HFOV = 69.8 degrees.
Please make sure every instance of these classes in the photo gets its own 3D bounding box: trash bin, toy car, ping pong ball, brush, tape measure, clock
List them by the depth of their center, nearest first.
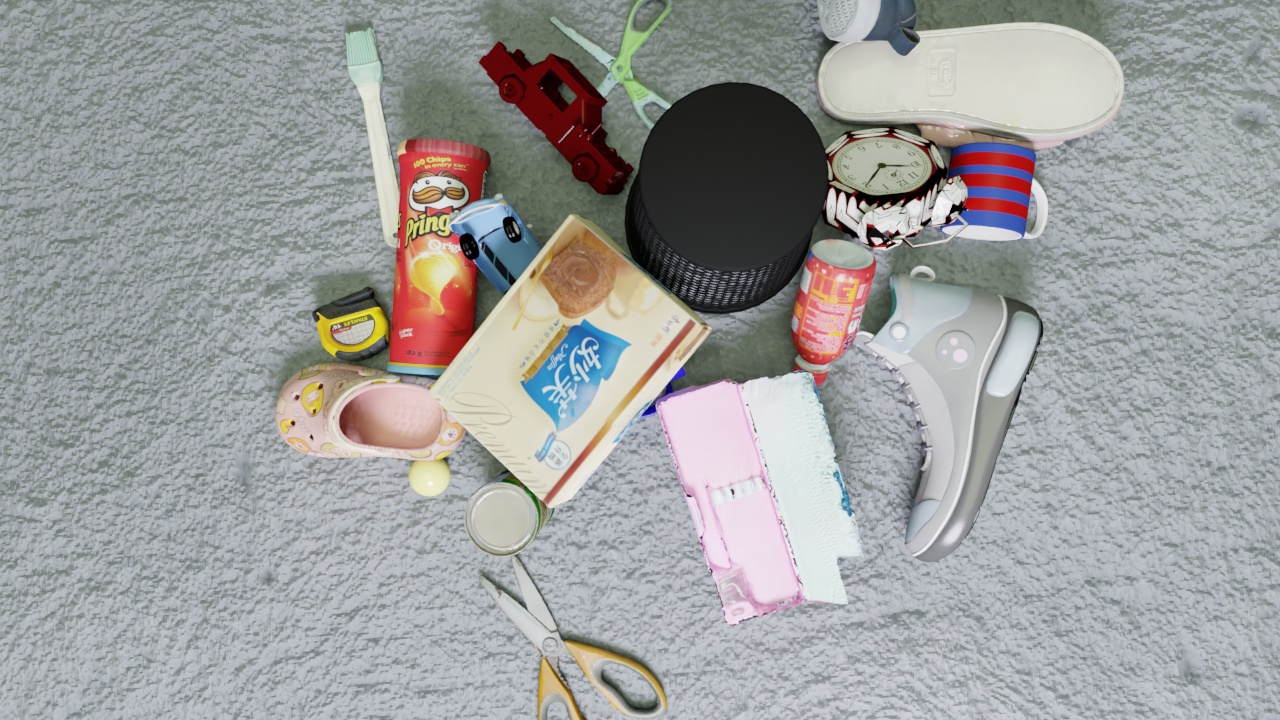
[{"bbox_3d":[0.073,-0.139,0.797,0.184,0.210,0.184,0,90,2],"label":"trash bin"},{"bbox_3d":[0.229,-0.145,0.837,0.114,0.065,0.154,-23,49,-13],"label":"clock"},{"bbox_3d":[-0.119,-0.097,0.847,0.056,0.153,0.054,-20,52,11],"label":"toy car"},{"bbox_3d":[-0.069,-0.235,0.865,0.062,0.070,0.170,-44,87,18],"label":"toy car"},{"bbox_3d":[-0.205,0.112,0.892,0.040,0.040,0.040,0,90,2],"label":"ping pong ball"},{"bbox_3d":[-0.279,-0.030,0.896,0.065,0.037,0.064,-27,84,-12],"label":"tape measure"},{"bbox_3d":[-0.260,-0.220,0.910,0.033,0.012,0.217,-10,91,1],"label":"brush"}]

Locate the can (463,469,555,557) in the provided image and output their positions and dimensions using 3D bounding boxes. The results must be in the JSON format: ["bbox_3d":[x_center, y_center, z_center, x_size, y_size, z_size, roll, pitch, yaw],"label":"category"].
[{"bbox_3d":[-0.118,0.137,0.848,0.067,0.121,0.067,0,90,2],"label":"can"}]

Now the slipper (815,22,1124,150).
[{"bbox_3d":[0.305,-0.259,0.865,0.275,0.054,0.114,8,94,14],"label":"slipper"}]

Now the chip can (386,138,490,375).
[{"bbox_3d":[-0.193,-0.094,0.870,0.087,0.087,0.213,4,91,2],"label":"chip can"}]

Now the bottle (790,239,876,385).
[{"bbox_3d":[0.171,-0.039,0.847,0.062,0.061,0.138,10,127,2],"label":"bottle"}]

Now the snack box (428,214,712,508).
[{"bbox_3d":[-0.062,0.000,0.799,0.153,0.055,0.207,41,98,12],"label":"snack box"}]

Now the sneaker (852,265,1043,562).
[{"bbox_3d":[0.258,0.047,0.858,0.160,0.093,0.256,22,92,10],"label":"sneaker"}]

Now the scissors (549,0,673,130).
[{"bbox_3d":[-0.020,-0.285,0.899,0.173,0.021,0.171,38,96,-2],"label":"scissors"}]

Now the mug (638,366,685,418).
[{"bbox_3d":[-0.005,0.005,0.872,0.083,0.079,0.111,-21,117,2],"label":"mug"}]

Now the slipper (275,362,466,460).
[{"bbox_3d":[-0.264,0.048,0.866,0.197,0.081,0.093,2,86,12],"label":"slipper"}]

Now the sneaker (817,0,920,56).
[{"bbox_3d":[0.206,-0.392,0.847,0.087,0.089,0.235,-1,75,-20],"label":"sneaker"}]

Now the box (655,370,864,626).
[{"bbox_3d":[0.118,0.125,0.855,0.161,0.061,0.230,-15,98,21],"label":"box"}]

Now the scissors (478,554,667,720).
[{"bbox_3d":[-0.086,0.301,0.899,0.225,0.016,0.175,39,91,2],"label":"scissors"}]

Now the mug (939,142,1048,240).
[{"bbox_3d":[0.340,-0.154,0.862,0.111,0.075,0.076,8,90,-24],"label":"mug"}]
